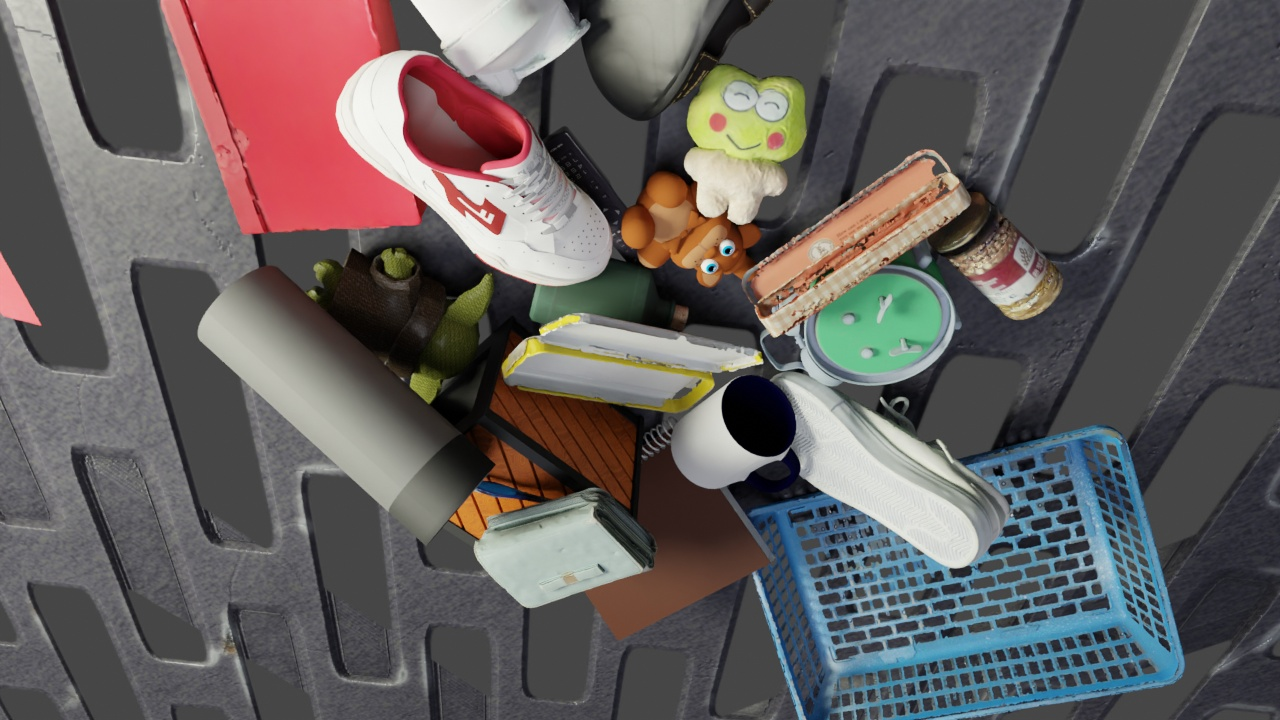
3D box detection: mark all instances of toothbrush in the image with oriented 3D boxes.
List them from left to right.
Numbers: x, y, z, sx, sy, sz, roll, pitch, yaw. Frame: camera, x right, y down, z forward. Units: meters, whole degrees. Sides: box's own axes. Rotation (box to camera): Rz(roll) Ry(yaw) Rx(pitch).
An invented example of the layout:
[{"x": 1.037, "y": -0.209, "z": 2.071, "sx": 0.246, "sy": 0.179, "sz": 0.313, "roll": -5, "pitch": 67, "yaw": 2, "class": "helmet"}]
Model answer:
[{"x": -0.130, "y": 0.111, "z": 0.777, "sx": 0.189, "sy": 0.016, "sz": 0.017, "roll": 15, "pitch": 137, "yaw": -8, "class": "toothbrush"}]

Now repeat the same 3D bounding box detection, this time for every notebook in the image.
[{"x": 0.005, "y": 0.176, "z": 0.941, "sx": 0.210, "sy": 0.022, "sz": 0.171, "roll": -35, "pitch": 89, "yaw": 29, "class": "notebook"}]

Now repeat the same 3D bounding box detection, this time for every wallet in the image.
[{"x": -0.062, "y": 0.159, "z": 0.775, "sx": 0.132, "sy": 0.054, "sz": 0.100, "roll": -23, "pitch": 132, "yaw": 25, "class": "wallet"}]

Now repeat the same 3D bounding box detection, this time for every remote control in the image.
[{"x": -0.032, "y": -0.133, "z": 0.759, "sx": 0.032, "sy": 0.015, "sz": 0.136, "roll": -27, "pitch": 124, "yaw": 22, "class": "remote control"}]

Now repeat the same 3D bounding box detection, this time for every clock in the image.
[{"x": 0.181, "y": -0.033, "z": 0.783, "sx": 0.162, "sy": 0.075, "sz": 0.122, "roll": -23, "pitch": 123, "yaw": 21, "class": "clock"}]

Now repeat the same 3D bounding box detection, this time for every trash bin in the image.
[{"x": -0.109, "y": 0.088, "z": 0.857, "sx": 0.172, "sy": 0.139, "sz": 0.140, "roll": 39, "pitch": 121, "yaw": -24, "class": "trash bin"}]

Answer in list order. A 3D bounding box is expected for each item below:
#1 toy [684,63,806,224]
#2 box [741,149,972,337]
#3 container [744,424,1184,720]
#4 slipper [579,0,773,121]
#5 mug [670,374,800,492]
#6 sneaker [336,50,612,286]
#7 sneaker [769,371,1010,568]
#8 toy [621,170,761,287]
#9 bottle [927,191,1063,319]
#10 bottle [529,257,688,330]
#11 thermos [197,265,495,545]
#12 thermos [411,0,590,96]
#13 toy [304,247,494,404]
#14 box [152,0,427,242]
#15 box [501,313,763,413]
[{"x": 0.077, "y": -0.162, "z": 0.694, "sx": 0.092, "sy": 0.046, "sz": 0.115, "roll": 12, "pitch": 99, "yaw": -6, "class": "toy"}, {"x": 0.167, "y": -0.093, "z": 0.723, "sx": 0.187, "sy": 0.082, "sz": 0.042, "roll": -35, "pitch": 120, "yaw": 13, "class": "box"}, {"x": 0.306, "y": 0.215, "z": 0.911, "sx": 0.363, "sy": 0.089, "sz": 0.257, "roll": -16, "pitch": 97, "yaw": 16, "class": "container"}, {"x": 0.048, "y": -0.274, "z": 0.609, "sx": 0.113, "sy": 0.075, "sz": 0.269, "roll": 44, "pitch": 132, "yaw": 2, "class": "slipper"}, {"x": 0.097, "y": 0.078, "z": 0.848, "sx": 0.112, "sy": 0.078, "sz": 0.097, "roll": 42, "pitch": 145, "yaw": -4, "class": "mug"}, {"x": -0.094, "y": -0.131, "z": 0.660, "sx": 0.236, "sy": 0.090, "sz": 0.104, "roll": 39, "pitch": 160, "yaw": -33, "class": "sneaker"}, {"x": 0.219, "y": 0.085, "z": 0.830, "sx": 0.242, "sy": 0.090, "sz": 0.090, "roll": 37, "pitch": 131, "yaw": 30, "class": "sneaker"}, {"x": 0.046, "y": -0.100, "z": 0.750, "sx": 0.127, "sy": 0.065, "sz": 0.095, "roll": 32, "pitch": 115, "yaw": -26, "class": "toy"}, {"x": 0.290, "y": -0.084, "z": 0.749, "sx": 0.105, "sy": 0.056, "sz": 0.056, "roll": 36, "pitch": 122, "yaw": -22, "class": "bottle"}, {"x": -0.024, "y": -0.052, "z": 0.785, "sx": 0.131, "sy": 0.061, "sz": 0.061, "roll": 14, "pitch": 161, "yaw": -7, "class": "bottle"}, {"x": -0.227, "y": 0.035, "z": 0.723, "sx": 0.240, "sy": 0.082, "sz": 0.082, "roll": 42, "pitch": 122, "yaw": 2, "class": "thermos"}, {"x": -0.137, "y": -0.284, "z": 0.607, "sx": 0.099, "sy": 0.099, "sz": 0.220, "roll": -30, "pitch": 116, "yaw": 24, "class": "thermos"}, {"x": -0.216, "y": -0.037, "z": 0.808, "sx": 0.152, "sy": 0.078, "sz": 0.180, "roll": 22, "pitch": 127, "yaw": -20, "class": "toy"}, {"x": -0.250, "y": -0.204, "z": 0.697, "sx": 0.153, "sy": 0.164, "sz": 0.215, "roll": 31, "pitch": 138, "yaw": 37, "class": "box"}, {"x": -0.005, "y": 0.003, "z": 0.794, "sx": 0.209, "sy": 0.036, "sz": 0.130, "roll": 11, "pitch": 151, "yaw": -36, "class": "box"}]
